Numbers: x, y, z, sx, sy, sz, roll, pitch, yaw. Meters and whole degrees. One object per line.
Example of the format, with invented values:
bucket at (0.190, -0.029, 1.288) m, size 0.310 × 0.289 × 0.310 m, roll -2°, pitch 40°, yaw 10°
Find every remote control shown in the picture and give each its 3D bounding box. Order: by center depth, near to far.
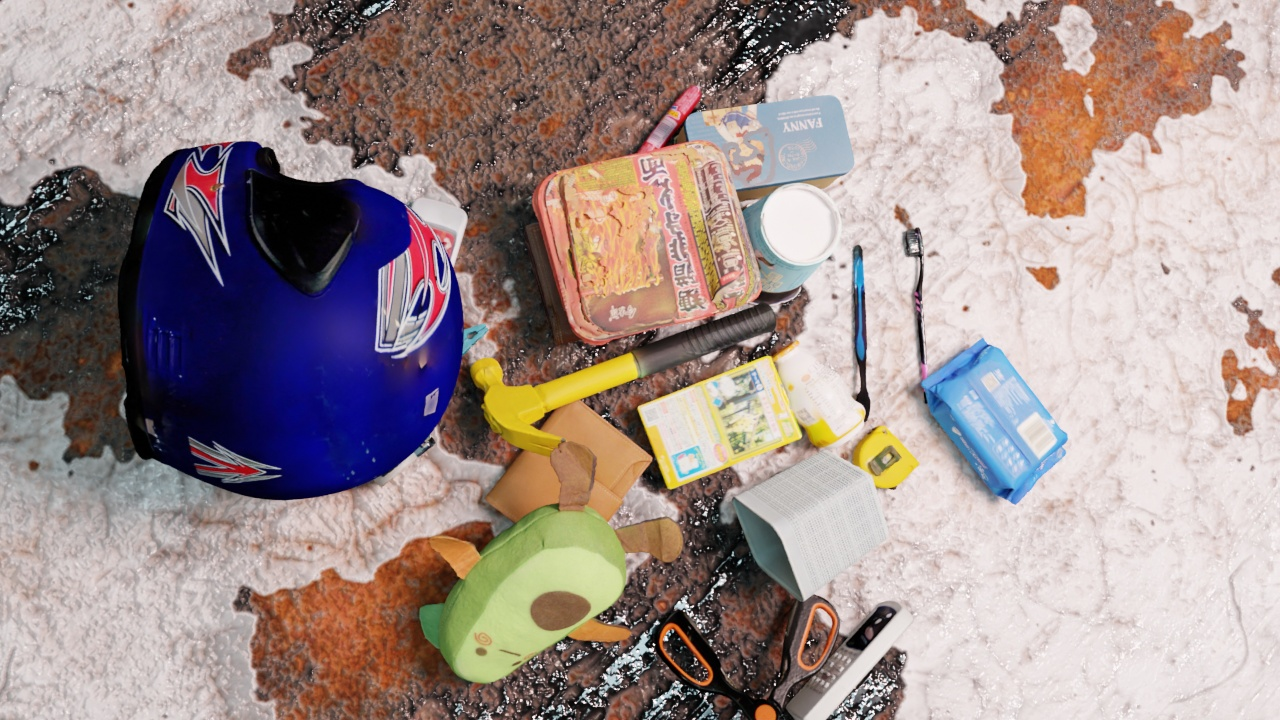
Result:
remote control at (0.201, 0.290, 0.883) m, size 0.150 × 0.058 × 0.021 m, roll -44°, pitch 90°, yaw -13°
remote control at (-0.210, -0.089, 0.886) m, size 0.056 × 0.020 × 0.136 m, roll 16°, pitch 80°, yaw -6°

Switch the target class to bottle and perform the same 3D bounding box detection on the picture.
bottle at (0.173, 0.033, 0.910) m, size 0.063 × 0.063 × 0.108 m, roll -35°, pitch 89°, yaw -12°

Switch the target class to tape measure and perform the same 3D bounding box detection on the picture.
tape measure at (-0.221, 0.083, 0.837) m, size 0.066 × 0.066 × 0.033 m, roll -39°, pitch 92°, yaw -14°
tape measure at (0.246, 0.101, 0.930) m, size 0.057 × 0.029 × 0.060 m, roll -42°, pitch 90°, yaw -11°

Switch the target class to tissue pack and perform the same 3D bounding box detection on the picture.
tissue pack at (0.363, 0.061, 0.943) m, size 0.094 × 0.052 × 0.157 m, roll -37°, pitch 90°, yaw -14°

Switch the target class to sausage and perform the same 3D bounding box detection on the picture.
sausage at (0.018, -0.226, 0.942) m, size 0.020 × 0.020 × 0.155 m, roll 36°, pitch 78°, yaw -3°

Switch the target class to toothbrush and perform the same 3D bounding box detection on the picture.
toothbrush at (0.228, -0.029, 0.955) m, size 0.014 × 0.016 × 0.189 m, roll 1°, pitch 80°, yaw 0°
toothbrush at (0.293, -0.048, 0.967) m, size 0.018 × 0.014 × 0.189 m, roll -1°, pitch 83°, yaw 0°

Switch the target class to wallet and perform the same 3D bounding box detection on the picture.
wallet at (-0.067, 0.114, 0.878) m, size 0.108 × 0.031 × 0.131 m, roll 39°, pitch 80°, yaw -1°
wallet at (-0.052, -0.083, 0.906) m, size 0.101 × 0.032 × 0.124 m, roll -14°, pitch 86°, yaw -14°

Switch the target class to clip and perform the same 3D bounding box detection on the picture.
clip at (-0.171, -0.019, 0.886) m, size 0.054 × 0.013 × 0.034 m, roll -35°, pitch 90°, yaw -12°

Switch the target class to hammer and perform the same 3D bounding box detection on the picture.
hammer at (-0.005, 0.005, 0.879) m, size 0.300 × 0.033 × 0.128 m, roll -20°, pitch 51°, yaw -16°

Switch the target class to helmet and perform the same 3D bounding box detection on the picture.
helmet at (-0.268, -0.041, 0.753) m, size 0.240 × 0.248 × 0.315 m, roll 0°, pitch 50°, yaw -16°

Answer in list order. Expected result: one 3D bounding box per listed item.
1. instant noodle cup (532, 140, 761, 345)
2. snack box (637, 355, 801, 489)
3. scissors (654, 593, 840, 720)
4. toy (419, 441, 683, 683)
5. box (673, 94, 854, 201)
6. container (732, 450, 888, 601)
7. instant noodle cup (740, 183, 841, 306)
instant noodle cup at (0.004, -0.107, 0.862) m, size 0.188 × 0.079 × 0.164 m, roll -14°, pitch 86°, yaw -9°
snack box at (0.076, 0.060, 0.892) m, size 0.140 × 0.033 × 0.087 m, roll -22°, pitch 87°, yaw 3°
scissors at (0.111, 0.306, 0.844) m, size 0.234 × 0.022 × 0.220 m, roll 36°, pitch 66°, yaw 22°
toy at (-0.088, 0.196, 0.809) m, size 0.227 × 0.090 × 0.247 m, roll 38°, pitch 104°, yaw -25°
box at (0.130, -0.213, 0.938) m, size 0.184 × 0.062 × 0.089 m, roll -13°, pitch 85°, yaw -9°
container at (0.164, 0.150, 0.871) m, size 0.111 × 0.090 × 0.090 m, roll -29°, pitch 114°, yaw -15°
instant noodle cup at (0.136, -0.118, 0.895) m, size 0.111 × 0.120 × 0.111 m, roll 1°, pitch 82°, yaw -9°
